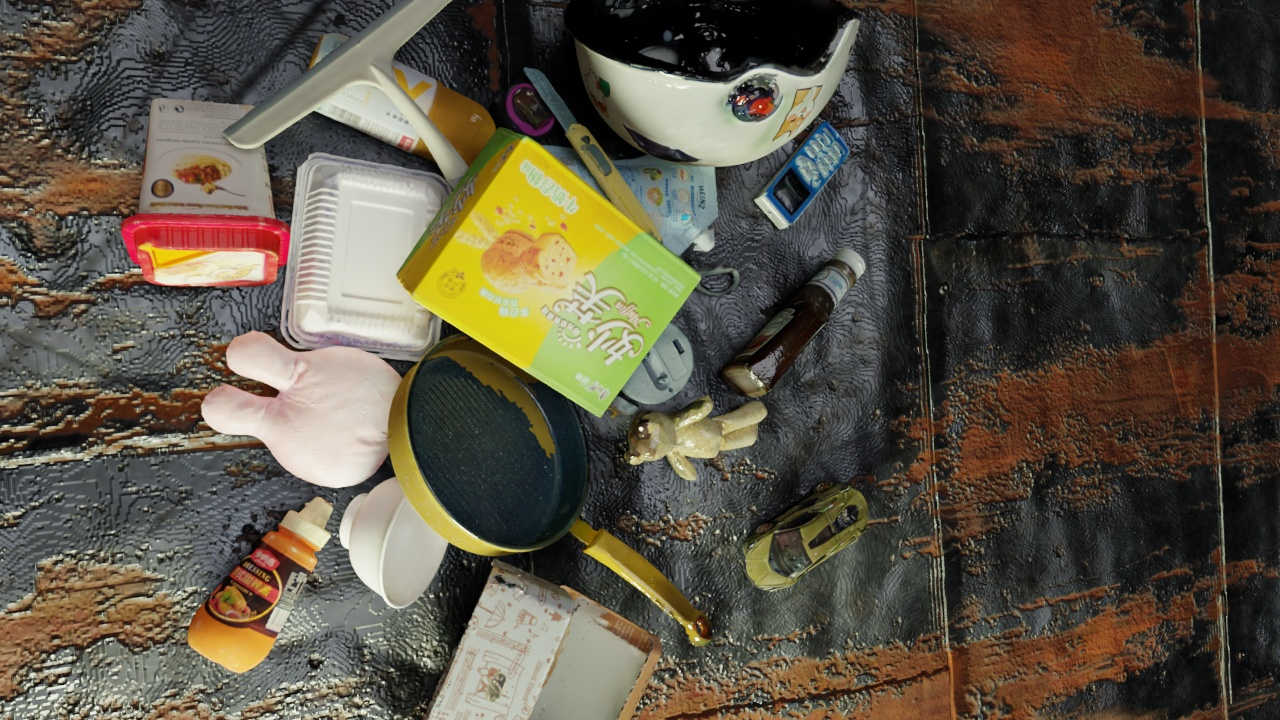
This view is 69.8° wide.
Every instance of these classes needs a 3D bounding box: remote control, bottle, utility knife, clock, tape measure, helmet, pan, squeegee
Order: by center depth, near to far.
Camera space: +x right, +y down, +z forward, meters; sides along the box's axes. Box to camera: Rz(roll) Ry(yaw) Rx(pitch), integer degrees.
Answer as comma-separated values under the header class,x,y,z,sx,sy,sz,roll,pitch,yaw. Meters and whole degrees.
class,x,y,z,sx,sy,sz,roll,pitch,yaw
bottle,-0.306,0.180,0.763,0.066,0.067,0.149,38,68,-19
squeegee,-0.161,-0.162,0.767,0.246,0.039,0.246,-46,119,-20
pan,-0.067,0.127,0.805,0.357,0.078,0.197,52,39,-13
bottle,-0.197,-0.217,0.806,0.189,0.068,0.068,21,81,-25
tape measure,-0.108,-0.232,0.860,0.057,0.039,0.058,-44,106,-18
utility knife,-0.042,-0.184,0.862,0.216,0.022,0.030,51,51,-5
helmet,0.064,-0.266,0.862,0.273,0.230,0.157,-26,141,-24
clock,-0.005,0.005,0.894,0.121,0.055,0.082,-33,107,-14
bottle,0.166,-0.043,0.958,0.044,0.080,0.194,47,71,-10
remote control,0.176,-0.201,0.993,0.049,0.024,0.124,45,72,-17

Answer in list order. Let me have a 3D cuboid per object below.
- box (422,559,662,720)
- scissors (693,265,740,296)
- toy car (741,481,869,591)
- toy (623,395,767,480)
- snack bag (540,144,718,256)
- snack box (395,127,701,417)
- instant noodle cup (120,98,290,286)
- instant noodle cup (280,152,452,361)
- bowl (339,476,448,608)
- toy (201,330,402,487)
class,x,y,z,sx,sy,sz,roll,pitch,yaw
box,-0.087,0.293,0.807,0.174,0.152,0.182,24,80,-3
scissors,0.025,-0.093,0.935,0.159,0.014,0.179,29,81,-17
toy car,0.179,0.190,0.984,0.158,0.042,0.070,-30,101,-18
toy,0.058,0.069,0.925,0.157,0.066,0.105,-7,134,-27
snack bag,-0.011,-0.157,0.897,0.190,0.039,0.110,-1,75,-20
snack box,-0.074,-0.071,0.780,0.210,0.070,0.157,35,92,-30
instant noodle cup,-0.342,-0.131,0.725,0.116,0.117,0.124,-2,78,-24
instant noodle cup,-0.231,-0.090,0.796,0.138,0.060,0.173,7,88,-24
bowl,-0.217,0.146,0.789,0.065,0.118,0.118,12,83,14
toy,-0.278,0.038,0.775,0.159,0.054,0.121,27,83,-26
